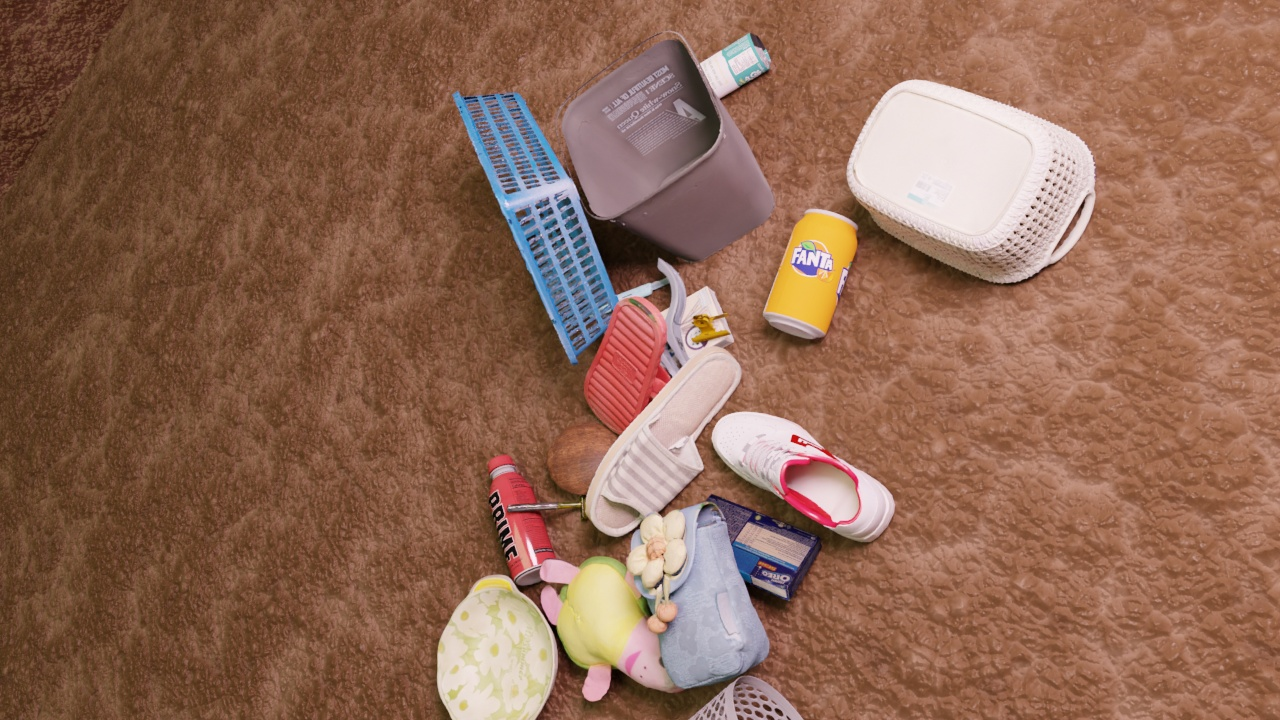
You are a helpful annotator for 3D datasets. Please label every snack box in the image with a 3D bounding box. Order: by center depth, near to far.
[{"bbox_3d":[0.124,0.214,1.063,0.150,0.027,0.082,18,52,35],"label":"snack box"},{"bbox_3d":[0.043,-0.026,1.208,0.150,0.026,0.082,-29,63,20],"label":"snack box"}]

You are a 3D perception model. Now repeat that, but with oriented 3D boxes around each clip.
[{"bbox_3d":[0.083,-0.046,1.152,0.054,0.048,0.046,-13,114,27],"label":"clip"},{"bbox_3d":[0.032,-0.070,1.193,0.173,0.030,0.164,35,97,31],"label":"clip"}]

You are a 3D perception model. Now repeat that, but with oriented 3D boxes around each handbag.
[{"bbox_3d":[0.051,0.255,0.996,0.122,0.118,0.191,-26,71,31],"label":"handbag"}]

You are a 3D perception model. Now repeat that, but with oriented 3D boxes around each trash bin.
[{"bbox_3d":[0.084,0.452,0.963,0.183,0.156,0.156,-43,58,16],"label":"trash bin"},{"bbox_3d":[0.046,-0.247,1.156,0.198,0.220,0.197,-30,62,20],"label":"trash bin"}]

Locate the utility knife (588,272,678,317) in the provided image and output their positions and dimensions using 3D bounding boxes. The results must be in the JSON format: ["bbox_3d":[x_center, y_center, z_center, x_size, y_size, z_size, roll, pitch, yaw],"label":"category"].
[{"bbox_3d":[-0.010,-0.090,1.269,0.148,0.015,0.022,-21,64,21],"label":"utility knife"}]

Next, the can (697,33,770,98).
[{"bbox_3d":[0.124,-0.399,1.255,0.102,0.055,0.055,-26,63,22],"label":"can"}]

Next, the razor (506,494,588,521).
[{"bbox_3d":[-0.123,0.192,1.211,0.106,0.026,0.042,-2,72,-9],"label":"razor"}]

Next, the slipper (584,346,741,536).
[{"bbox_3d":[0.034,0.103,1.130,0.272,0.114,0.054,-55,35,2],"label":"slipper"}]

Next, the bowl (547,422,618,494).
[{"bbox_3d":[-0.079,0.123,1.218,0.114,0.026,0.101,29,73,35],"label":"bowl"}]

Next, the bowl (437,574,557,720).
[{"bbox_3d":[-0.175,0.392,1.193,0.189,0.060,0.219,-13,70,27],"label":"bowl"}]

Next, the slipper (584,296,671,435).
[{"bbox_3d":[-0.007,0.007,1.148,0.103,0.059,0.249,45,145,18],"label":"slipper"}]

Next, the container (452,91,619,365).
[{"bbox_3d":[-0.132,-0.195,1.198,0.089,0.257,0.362,-24,40,-3],"label":"container"}]

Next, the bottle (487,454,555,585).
[{"bbox_3d":[-0.167,0.211,1.241,0.062,0.062,0.176,-33,61,18],"label":"bottle"}]

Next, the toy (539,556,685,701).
[{"bbox_3d":[-0.034,0.318,1.113,0.238,0.087,0.190,23,99,33],"label":"toy"}]

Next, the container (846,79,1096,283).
[{"bbox_3d":[0.350,-0.202,1.006,0.252,0.143,0.185,36,109,34],"label":"container"}]

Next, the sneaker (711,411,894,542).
[{"bbox_3d":[0.167,0.121,1.042,0.237,0.104,0.090,34,94,34],"label":"sneaker"}]

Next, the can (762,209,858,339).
[{"bbox_3d":[0.206,-0.102,1.101,0.079,0.079,0.142,18,85,34],"label":"can"}]
